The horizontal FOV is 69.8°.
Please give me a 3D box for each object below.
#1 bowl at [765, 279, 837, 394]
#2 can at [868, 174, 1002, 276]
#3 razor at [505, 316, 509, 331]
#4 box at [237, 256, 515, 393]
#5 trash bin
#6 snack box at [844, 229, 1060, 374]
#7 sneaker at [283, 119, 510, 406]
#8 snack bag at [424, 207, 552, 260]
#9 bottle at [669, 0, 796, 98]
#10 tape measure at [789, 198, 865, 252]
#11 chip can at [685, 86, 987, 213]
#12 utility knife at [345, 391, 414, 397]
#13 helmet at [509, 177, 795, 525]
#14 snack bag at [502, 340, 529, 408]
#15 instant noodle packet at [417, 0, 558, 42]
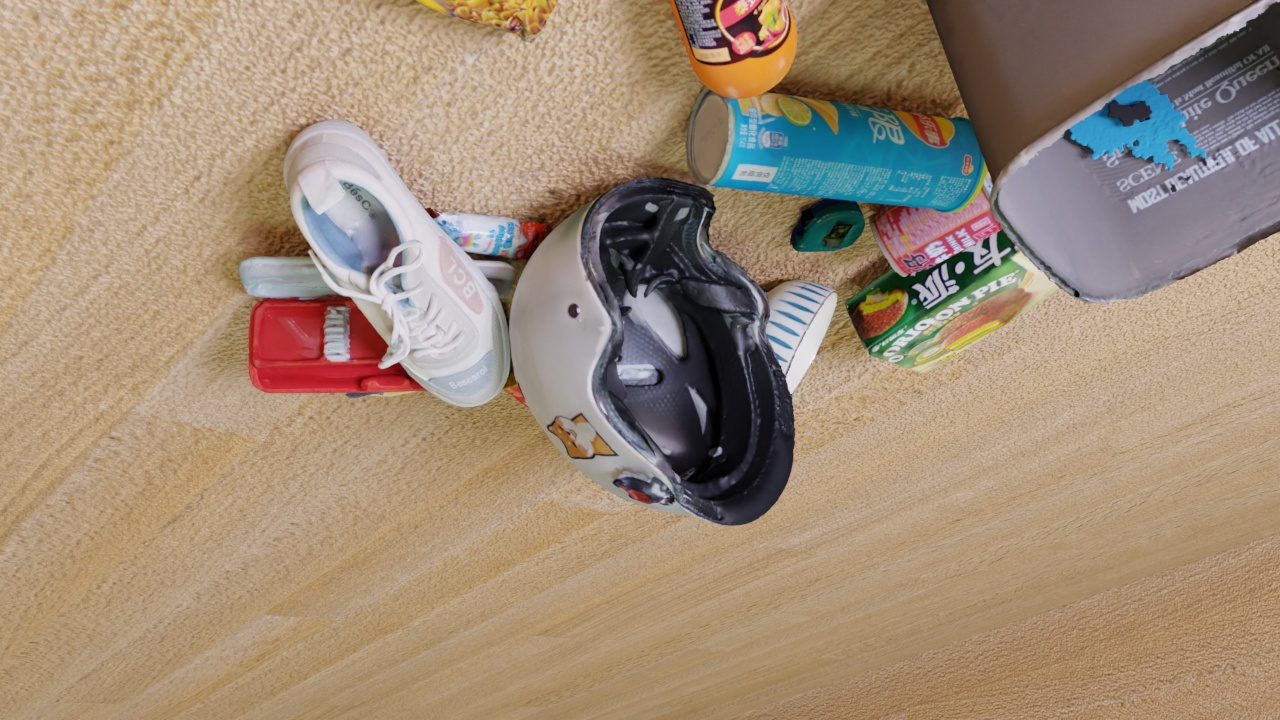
[{"bbox_3d":[0.126,-0.024,0.844,0.066,0.116,0.117,28,155,18],"label":"bowl"},{"bbox_3d":[0.243,-0.116,0.750,0.094,0.066,0.066,-30,145,28],"label":"can"},{"bbox_3d":[-0.180,-0.021,0.800,0.132,0.028,0.043,-11,178,-7],"label":"razor"},{"bbox_3d":[-0.198,-0.027,0.708,0.201,0.094,0.100,-1,167,-16],"label":"box"},{"bbox_3d":[0.267,-0.183,0.498,0.199,0.219,0.198,-32,143,30],"label":"trash bin"},{"bbox_3d":[0.311,-0.081,0.812,0.114,0.063,0.241,14,138,-44],"label":"snack box"},{"bbox_3d":[-0.155,-0.046,0.630,0.089,0.090,0.242,-28,128,1],"label":"sneaker"},{"bbox_3d":[-0.122,-0.096,0.698,0.105,0.026,0.045,5,148,-24],"label":"snack bag"},{"bbox_3d":[0.040,-0.219,0.520,0.067,0.066,0.149,-22,141,16],"label":"bottle"},{"bbox_3d":[0.160,-0.112,0.770,0.058,0.025,0.055,-4,150,-14],"label":"tape measure"},{"bbox_3d":[0.142,-0.150,0.656,0.210,0.071,0.071,2,147,-21],"label":"chip can"},{"bbox_3d":[-0.195,0.022,0.810,0.031,0.019,0.182,4,-168,26],"label":"utility knife"},{"bbox_3d":[-0.004,0.004,0.717,0.157,0.229,0.274,-10,125,35],"label":"helmet"},{"bbox_3d":[-0.047,0.058,0.858,0.073,0.129,0.208,-50,124,-12],"label":"snack bag"},{"bbox_3d":[-0.091,-0.227,0.473,0.128,0.044,0.111,9,140,-31],"label":"instant noodle packet"}]
